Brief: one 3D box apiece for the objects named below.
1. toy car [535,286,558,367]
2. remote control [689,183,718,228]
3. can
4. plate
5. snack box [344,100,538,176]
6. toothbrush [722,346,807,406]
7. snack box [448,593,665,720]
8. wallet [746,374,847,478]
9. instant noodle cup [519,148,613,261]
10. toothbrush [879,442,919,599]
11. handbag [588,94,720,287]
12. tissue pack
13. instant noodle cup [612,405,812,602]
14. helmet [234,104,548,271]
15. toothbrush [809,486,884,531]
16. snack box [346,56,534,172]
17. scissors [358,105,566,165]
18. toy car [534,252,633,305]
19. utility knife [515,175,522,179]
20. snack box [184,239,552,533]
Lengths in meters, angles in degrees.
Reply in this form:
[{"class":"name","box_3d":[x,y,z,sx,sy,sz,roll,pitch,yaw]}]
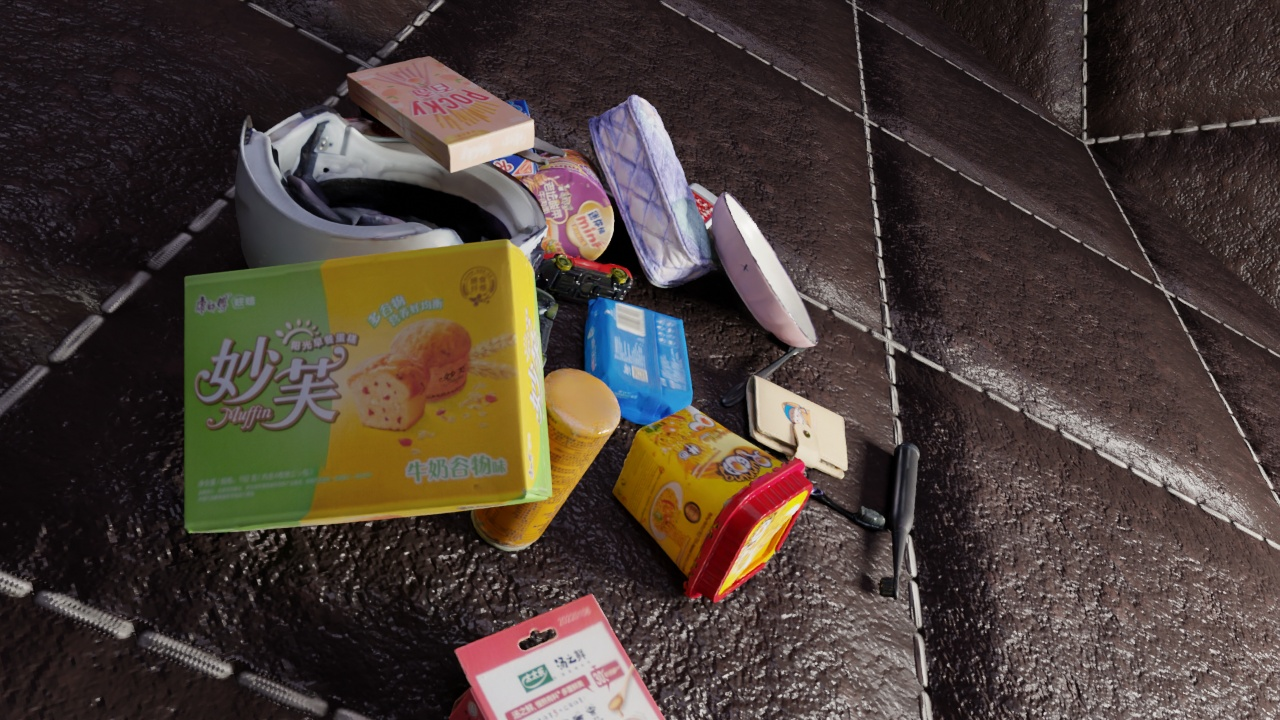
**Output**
[{"class":"toy car","box_3d":[-0.108,-0.020,0.808,0.053,0.045,0.120,25,43,-14]},{"class":"remote control","box_3d":[0.062,-0.181,1.134,0.056,0.020,0.135,36,37,4]},{"class":"can","box_3d":[-0.070,0.073,0.649,0.058,0.146,0.058,20,39,-18]},{"class":"plate","box_3d":[0.128,-0.092,0.997,0.192,0.039,0.192,51,18,-25]},{"class":"snack box","box_3d":[-0.201,-0.198,0.854,0.207,0.057,0.058,-8,39,-8]},{"class":"toothbrush","box_3d":[0.134,0.012,0.978,0.180,0.018,0.015,-31,91,-48]},{"class":"snack box","box_3d":[-0.050,0.228,0.577,0.113,0.044,0.127,-11,56,-42]},{"class":"wallet","box_3d":[0.159,0.068,0.922,0.115,0.024,0.087,26,43,-20]},{"class":"instant noodle cup","box_3d":[-0.082,-0.162,0.940,0.111,0.112,0.099,22,31,-15]},{"class":"toothbrush","box_3d":[0.254,0.154,0.901,0.027,0.026,0.212,4,34,18]},{"class":"handbag","box_3d":[0.012,-0.176,0.973,0.194,0.076,0.134,69,19,4]},{"class":"tissue pack","box_3d":[-0.005,0.005,0.851,0.095,0.052,0.156,16,40,-19]},{"class":"instant noodle cup","box_3d":[0.053,0.108,0.740,0.124,0.116,0.116,39,36,25]},{"class":"helmet","box_3d":[-0.198,-0.088,0.730,0.229,0.146,0.258,28,21,6]},{"class":"toothbrush","box_3d":[0.152,0.118,0.873,0.189,0.017,0.014,27,38,-6]},{"class":"snack box","box_3d":[-0.169,-0.210,0.769,0.084,0.026,0.157,-28,50,-34]},{"class":"scissors","box_3d":[-0.146,-0.223,0.821,0.234,0.022,0.162,11,42,14]},{"class":"toy car","box_3d":[-0.061,-0.081,0.907,0.106,0.049,0.031,9,43,-29]},{"class":"utility knife","box_3d":[-0.162,-0.196,0.988,0.206,0.015,0.033,5,43,-32]},{"class":"snack box","box_3d":[-0.167,0.019,0.567,0.210,0.070,0.157,-6,80,3]}]
